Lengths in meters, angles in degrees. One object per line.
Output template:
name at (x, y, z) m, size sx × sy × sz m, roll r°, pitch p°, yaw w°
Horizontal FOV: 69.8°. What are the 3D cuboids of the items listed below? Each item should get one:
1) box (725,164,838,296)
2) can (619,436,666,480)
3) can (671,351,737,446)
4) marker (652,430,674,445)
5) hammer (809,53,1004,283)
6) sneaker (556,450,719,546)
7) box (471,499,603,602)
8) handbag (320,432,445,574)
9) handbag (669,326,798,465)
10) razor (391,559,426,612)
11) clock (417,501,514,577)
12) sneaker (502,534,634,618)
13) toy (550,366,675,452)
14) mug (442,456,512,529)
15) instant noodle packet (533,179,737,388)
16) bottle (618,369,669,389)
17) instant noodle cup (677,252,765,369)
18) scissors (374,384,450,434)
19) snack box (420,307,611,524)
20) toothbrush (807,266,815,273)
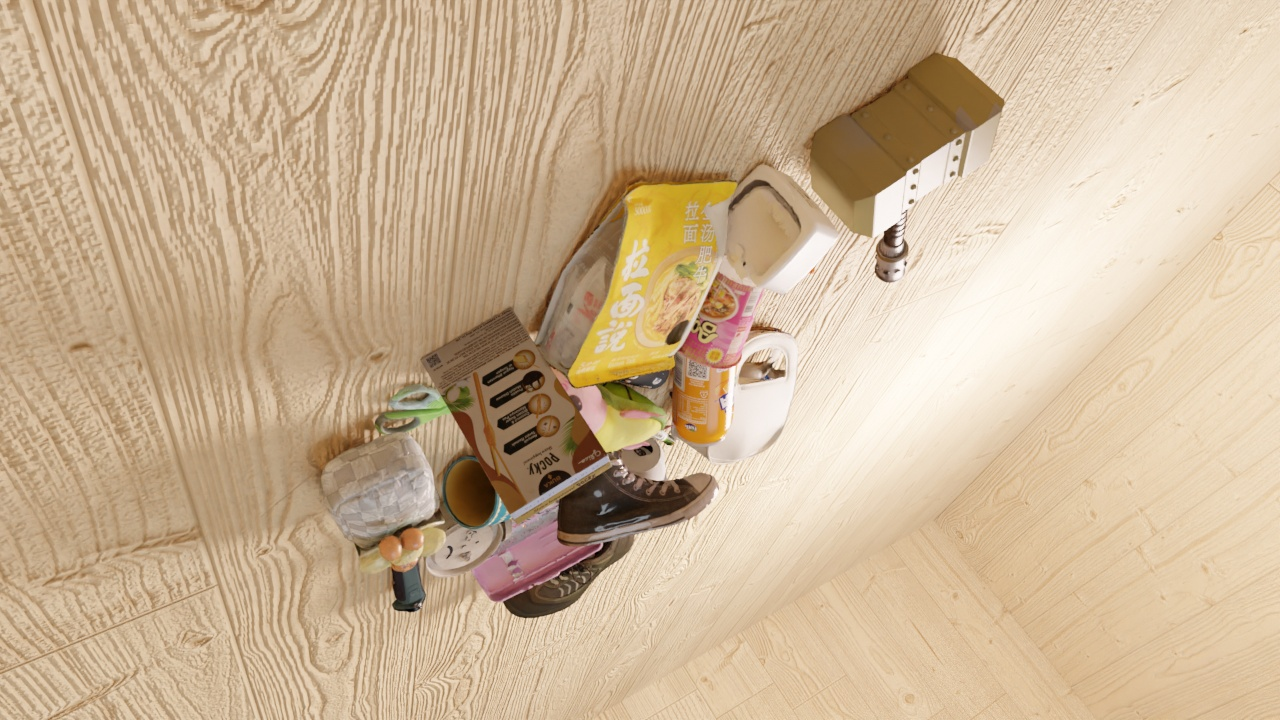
box at (0.128, -0.135, 0.947) m, size 0.103 × 0.107 × 0.076 m, roll -46°, pitch 149°, yaw 23°
can at (0.004, 0.154, 1.336) m, size 0.064 × 0.064 × 0.127 m, roll -30°, pitch 154°, yaw -11°
can at (0.080, 0.032, 1.154) m, size 0.079 × 0.079 × 0.143 m, roll -20°, pitch 128°, yaw -29°
marker at (0.018, 0.102, 1.321) m, size 0.017 × 0.017 × 0.146 m, roll -39°, pitch 154°, yaw 8°
hammer at (0.304, -0.181, 1.084) m, size 0.190 × 0.100 × 0.325 m, roll -34°, pitch 154°, yaw -4°
sneaker at (-0.005, 0.161, 1.230) m, size 0.234 × 0.120 × 0.095 m, roll -9°, pitch -169°, yaw -15°
box at (-0.166, 0.258, 1.298) m, size 0.202 × 0.073 × 0.150 m, roll -30°, pitch 125°, yaw 15°
handbag at (-0.261, 0.154, 0.948) m, size 0.112 × 0.123 × 0.172 m, roll -20°, pitch 157°, yaw -16°
handbag at (0.136, 0.038, 1.296) m, size 0.200 × 0.093 × 0.200 m, roll -5°, pitch 121°, yaw -46°
razor at (-0.310, 0.287, 1.214) m, size 0.047 × 0.052 × 0.143 m, roll -23°, pitch 142°, yaw -28°
clock at (-0.217, 0.214, 1.174) m, size 0.156 × 0.061 × 0.104 m, roll -14°, pitch 135°, yaw -32°
sneaker at (-0.112, 0.312, 1.421) m, size 0.237 × 0.101 × 0.143 m, roll -36°, pitch 159°, yaw -10°
toy at (-0.048, 0.066, 1.091) m, size 0.191 × 0.087 × 0.238 m, roll -12°, pitch 159°, yaw 34°
mug at (-0.163, 0.143, 1.097) m, size 0.112 × 0.084 × 0.104 m, roll -48°, pitch 158°, yaw 20°
instant noodle packet at (0.004, -0.085, 0.927) m, size 0.162 × 0.084 × 0.222 m, roll -11°, pitch 139°, yaw -44°
bottle at (-0.007, 0.006, 1.093) m, size 0.047 × 0.047 × 0.112 m, roll -44°, pitch 153°, yaw 17°
instant noodle cup at (0.093, -0.062, 1.054) m, size 0.097 × 0.097 × 0.109 m, roll -11°, pitch 138°, yaw -41°
scissors at (-0.203, 0.053, 0.975) m, size 0.175 × 0.032 × 0.078 m, roll 6°, pitch 129°, yaw -49°
snack box at (-0.119, 0.048, 0.864) m, size 0.101 × 0.186 × 0.032 m, roll -31°, pitch 154°, yaw -9°
toothbrush at (0.171, -0.127, 1.112) m, size 0.016 × 0.018 × 0.182 m, roll -21°, pitch 164°, yaw 31°
